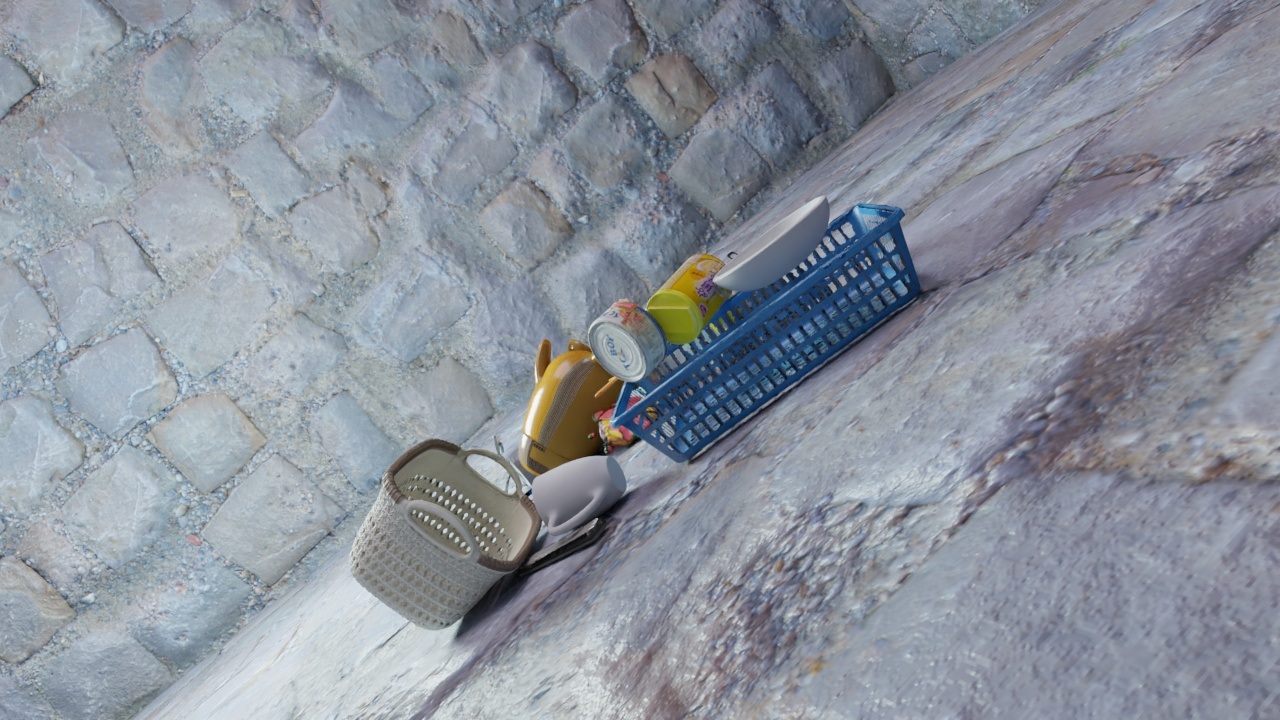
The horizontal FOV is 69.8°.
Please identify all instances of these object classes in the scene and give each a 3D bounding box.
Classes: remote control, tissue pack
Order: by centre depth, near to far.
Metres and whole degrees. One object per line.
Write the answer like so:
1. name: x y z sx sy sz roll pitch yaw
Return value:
1. remote control: -0.085 0.202 0.988 0.137 0.013 0.033 -36 6 40
2. tissue pack: 0.061 -0.006 1.398 0.111 0.070 0.182 -42 6 -34

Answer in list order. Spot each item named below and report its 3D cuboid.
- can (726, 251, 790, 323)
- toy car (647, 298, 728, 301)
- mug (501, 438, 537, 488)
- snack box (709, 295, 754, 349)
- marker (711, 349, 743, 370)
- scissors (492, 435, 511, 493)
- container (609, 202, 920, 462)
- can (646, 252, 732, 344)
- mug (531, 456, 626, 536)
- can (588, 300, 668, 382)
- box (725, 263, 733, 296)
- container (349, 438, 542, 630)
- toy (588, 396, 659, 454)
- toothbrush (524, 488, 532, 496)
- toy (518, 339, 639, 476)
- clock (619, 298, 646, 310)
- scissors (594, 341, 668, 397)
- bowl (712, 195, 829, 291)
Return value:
1. can: 0.158 -0.092 1.202 0.064 0.127 0.064 -37 7 5
2. toy car: 0.059 -0.076 1.114 0.091 0.062 0.033 -41 7 -22
3. mug: -0.157 0.152 1.488 0.103 0.084 0.124 -42 -17 -15
4. snack box: 0.110 -0.061 1.212 0.029 0.148 0.040 15 76 39
5. marker: 0.140 -0.027 1.303 0.025 0.025 0.125 -31 10 46
6. scissors: -0.220 0.174 1.518 0.014 0.174 0.141 -4 44 6
7. container: 0.142 -0.030 1.030 0.362 0.089 0.257 -37 6 10
8. can: 0.058 -0.071 1.045 0.068 0.067 0.104 -32 12 44
9. mug: -0.066 0.152 1.010 0.089 0.071 0.107 -27 19 17
10. can: -0.014 -0.021 1.030 0.043 0.086 0.086 -43 8 -35
11. box: 0.141 -0.084 1.432 0.108 0.126 0.137 -41 -2 -11
12. container: -0.226 0.198 1.072 0.143 0.184 0.246 -54 1 9
13. toy: -0.019 0.085 1.275 0.103 0.046 0.084 -33 34 -22
14. toothbrush: -0.157 0.194 1.417 0.167 0.014 0.014 -38 40 -23
15. toy: -0.101 0.084 1.365 0.203 0.199 0.162 -59 -11 -5
16. clock: 0.006 -0.054 1.391 0.131 0.086 0.160 -41 12 0
17. scissors: -0.004 0.003 1.140 0.127 0.011 0.126 -42 7 -36
18. bowl: 0.150 -0.116 0.991 0.149 0.043 0.149 -38 6 4
